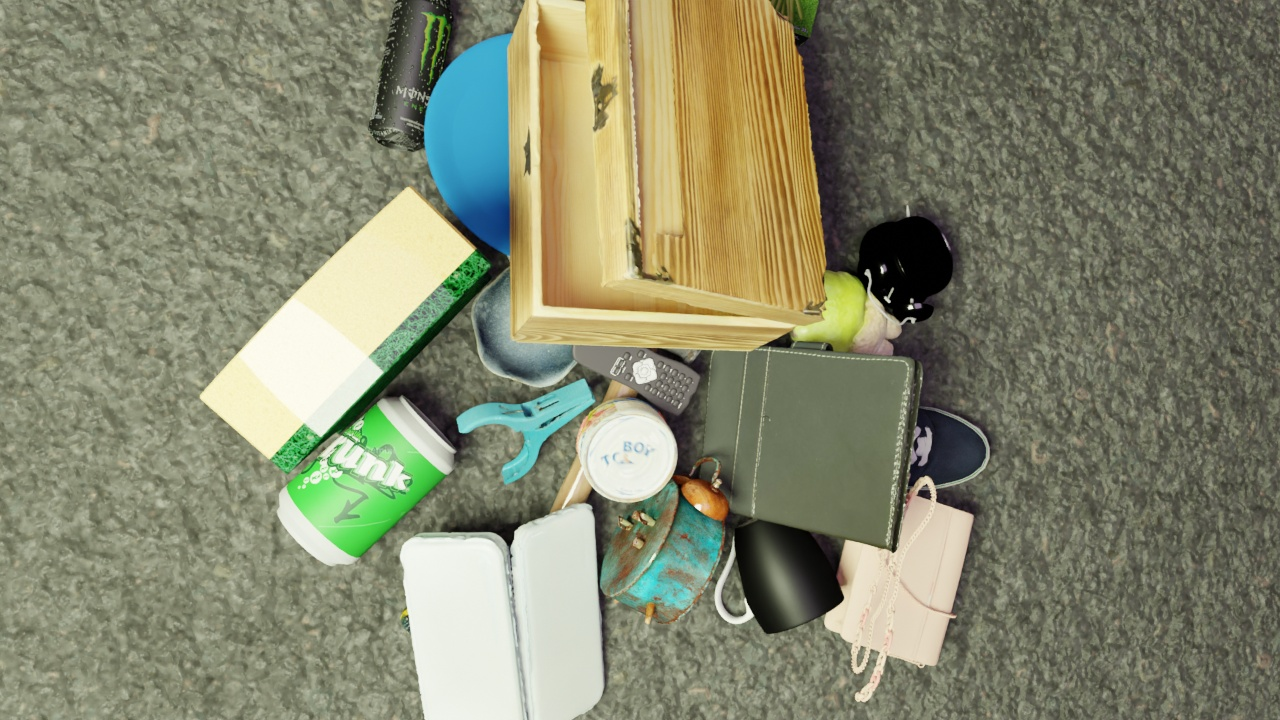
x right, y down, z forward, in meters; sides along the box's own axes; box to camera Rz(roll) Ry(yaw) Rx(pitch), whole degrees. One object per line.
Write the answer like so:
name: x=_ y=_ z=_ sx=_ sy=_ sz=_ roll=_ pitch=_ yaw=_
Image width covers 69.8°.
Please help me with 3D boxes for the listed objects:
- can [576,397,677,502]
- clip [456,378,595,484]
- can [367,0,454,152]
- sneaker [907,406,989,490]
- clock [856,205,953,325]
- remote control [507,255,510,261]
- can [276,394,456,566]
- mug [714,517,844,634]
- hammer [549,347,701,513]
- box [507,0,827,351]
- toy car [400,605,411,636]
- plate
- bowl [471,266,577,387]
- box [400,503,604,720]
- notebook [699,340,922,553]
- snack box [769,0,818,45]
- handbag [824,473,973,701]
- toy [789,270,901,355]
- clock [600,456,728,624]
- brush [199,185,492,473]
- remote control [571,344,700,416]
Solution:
can: x=-0.012 y=0.079 z=0.813 sx=0.086 sy=0.043 sz=0.086 roll=-2 pitch=103 yaw=-9
clip: x=-0.105 y=0.069 z=0.825 sx=0.121 sy=0.033 sz=0.119 roll=-3 pitch=124 yaw=-20
can: x=-0.202 y=-0.256 z=0.811 sx=0.054 sy=0.054 sz=0.137 roll=12 pitch=88 yaw=-11
sneaker: x=0.242 y=0.080 z=0.890 sx=0.235 sy=0.079 sz=0.084 roll=10 pitch=87 yaw=-12
clock: x=0.256 y=-0.087 z=0.889 sx=0.091 sy=0.043 sz=0.120 roll=43 pitch=60 yaw=-15
remote control: x=-0.122 y=-0.160 z=0.849 sx=0.050 sy=0.011 sz=0.136 roll=-23 pitch=95 yaw=-10
can: x=-0.234 y=0.102 z=0.790 sx=0.139 sy=0.088 sz=0.088 roll=-44 pitch=98 yaw=-8
mug: x=0.119 y=0.201 z=0.874 sx=0.119 sy=0.084 sz=0.100 roll=-27 pitch=81 yaw=20
hammer: x=-0.038 y=0.074 z=0.854 sx=0.098 sy=0.052 sz=0.328 roll=26 pitch=89 yaw=-11
box: x=0.039 y=-0.162 z=0.745 sx=0.258 sy=0.221 sz=0.279 roll=2 pitch=76 yaw=-21
toy car: x=-0.170 y=0.212 z=0.833 sx=0.049 sy=0.030 sz=0.107 roll=45 pitch=85 yaw=-7
plate: x=-0.084 y=-0.189 z=0.836 sx=0.224 sy=0.024 sz=0.224 roll=5 pitch=77 yaw=-21
bowl: x=-0.099 y=-0.033 z=0.832 sx=0.110 sy=0.055 sz=0.110 roll=0 pitch=92 yaw=-12
box: x=-0.112 y=0.238 z=0.806 sx=0.185 sy=0.084 sz=0.211 roll=-5 pitch=104 yaw=-15
notebook: x=0.143 y=0.067 z=0.820 sx=0.029 sy=0.209 sz=0.169 roll=9 pitch=88 yaw=-50
snack box: x=0.141 y=-0.393 z=0.894 sx=0.080 sy=0.025 sz=0.147 roll=14 pitch=88 yaw=-11
handbag: x=0.260 y=0.214 z=0.839 sx=0.116 sy=0.187 sz=0.198 roll=18 pitch=83 yaw=-5
toy: x=0.203 y=-0.037 z=0.900 sx=0.115 sy=0.046 sz=0.092 roll=21 pitch=84 yaw=-19
clock: x=0.023 y=0.152 z=0.828 sx=0.073 sy=0.121 sz=0.157 roll=32 pitch=78 yaw=-14
brush: x=-0.210 y=-0.025 z=0.711 sx=0.075 sy=0.250 sz=0.195 roll=44 pitch=86 yaw=-9
remote control: x=-0.005 y=0.005 z=0.821 sx=0.124 sy=0.009 sz=0.046 roll=29 pitch=91 yaw=-16
